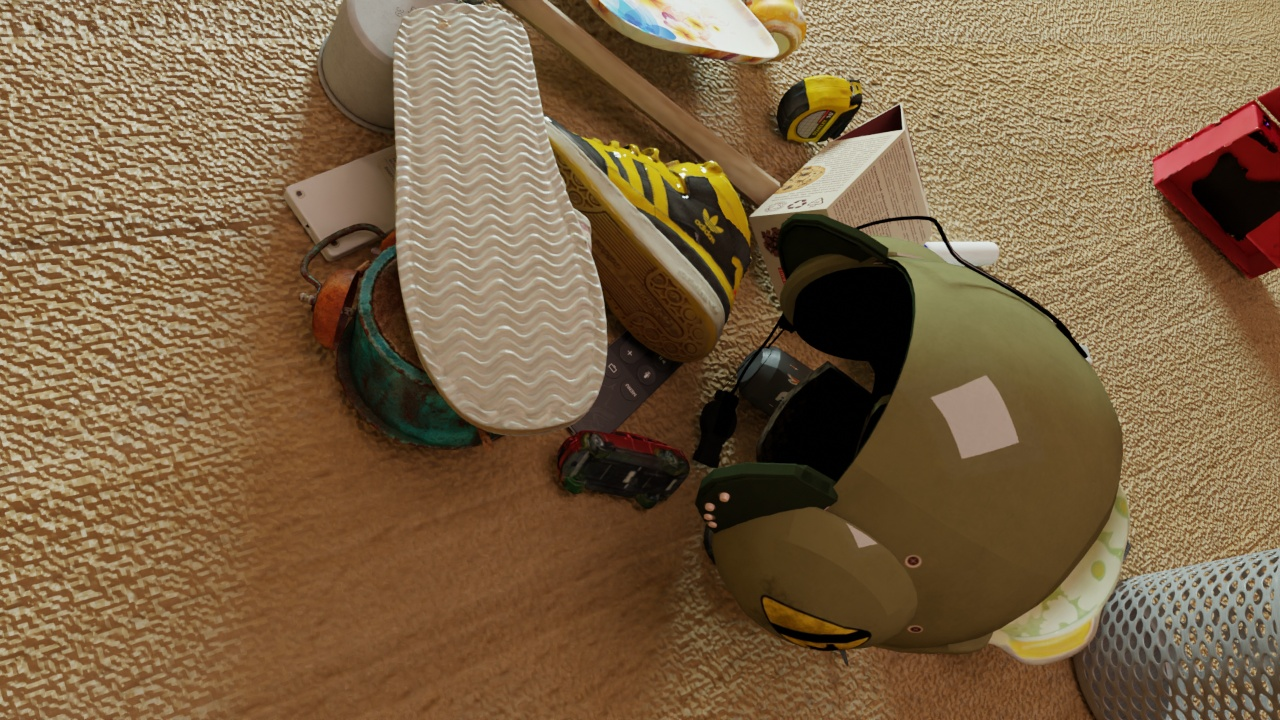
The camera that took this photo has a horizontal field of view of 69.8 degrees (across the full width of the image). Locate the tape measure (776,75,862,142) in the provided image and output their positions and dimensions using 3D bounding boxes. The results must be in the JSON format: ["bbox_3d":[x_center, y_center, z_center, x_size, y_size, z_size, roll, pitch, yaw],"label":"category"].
[{"bbox_3d":[0.152,-0.220,0.796,0.064,0.066,0.037,-3,70,-10],"label":"tape measure"}]

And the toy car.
[{"bbox_3d":[-0.011,0.067,0.591,0.091,0.042,0.036,12,36,-35],"label":"toy car"}]

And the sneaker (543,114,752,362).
[{"bbox_3d":[-0.017,-0.118,0.628,0.238,0.086,0.121,45,49,-11],"label":"sneaker"}]

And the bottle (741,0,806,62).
[{"bbox_3d":[0.112,-0.322,0.813,0.063,0.063,0.109,10,66,-29],"label":"bottle"}]

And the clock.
[{"bbox_3d":[-0.125,-0.020,0.537,0.157,0.074,0.121,37,49,5],"label":"clock"}]

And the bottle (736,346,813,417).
[{"bbox_3d":[0.124,0.032,0.688,0.112,0.047,0.046,32,57,-18],"label":"bottle"}]

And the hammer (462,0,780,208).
[{"bbox_3d":[-0.019,-0.211,0.676,0.322,0.051,0.117,32,12,-27],"label":"hammer"}]

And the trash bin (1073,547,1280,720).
[{"bbox_3d":[0.472,0.239,0.739,0.156,0.184,0.156,13,65,-28],"label":"trash bin"}]

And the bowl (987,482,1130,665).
[{"bbox_3d":[0.269,0.120,0.708,0.188,0.060,0.219,-18,79,-5],"label":"bowl"}]

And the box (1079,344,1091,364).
[{"bbox_3d":[0.275,-0.019,0.758,0.197,0.078,0.122,5,34,-42],"label":"box"}]

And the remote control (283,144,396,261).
[{"bbox_3d":[-0.156,-0.111,0.590,0.135,0.011,0.050,-35,91,-37],"label":"remote control"}]

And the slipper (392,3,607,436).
[{"bbox_3d":[-0.081,-0.081,0.511,0.115,0.052,0.262,-8,71,-17],"label":"slipper"}]

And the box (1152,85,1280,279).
[{"bbox_3d":[0.805,-0.225,1.026,0.211,0.379,0.123,36,72,-16],"label":"box"}]

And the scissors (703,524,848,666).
[{"bbox_3d":[0.116,0.133,0.664,0.170,0.013,0.157,20,62,-24],"label":"scissors"}]

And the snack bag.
[{"bbox_3d":[0.184,-0.127,0.755,0.205,0.070,0.094,-44,122,-36],"label":"snack bag"}]

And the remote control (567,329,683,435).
[{"bbox_3d":[-0.004,0.004,0.642,0.045,0.008,0.146,51,53,-5],"label":"remote control"}]

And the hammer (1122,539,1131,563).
[{"bbox_3d":[0.285,0.077,0.780,0.155,0.043,0.322,-38,91,-37],"label":"hammer"}]

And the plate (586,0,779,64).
[{"bbox_3d":[0.010,-0.297,0.729,0.186,0.016,0.187,-7,54,-40],"label":"plate"}]

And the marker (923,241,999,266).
[{"bbox_3d":[0.285,-0.097,0.858,0.133,0.023,0.027,-5,95,-34],"label":"marker"}]

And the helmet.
[{"bbox_3d":[0.138,0.060,0.540,0.233,0.256,0.249,30,58,-14],"label":"helmet"}]

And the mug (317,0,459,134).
[{"bbox_3d":[-0.155,-0.212,0.595,0.084,0.071,0.113,20,63,-25],"label":"mug"}]
